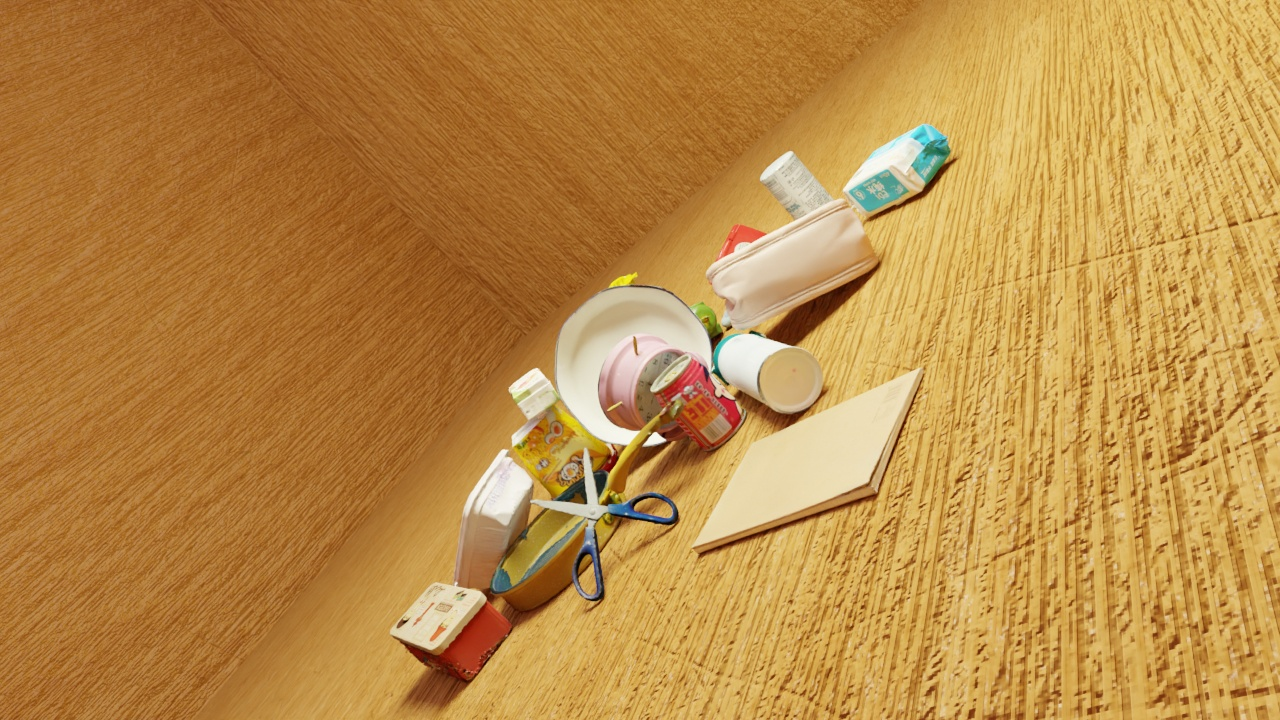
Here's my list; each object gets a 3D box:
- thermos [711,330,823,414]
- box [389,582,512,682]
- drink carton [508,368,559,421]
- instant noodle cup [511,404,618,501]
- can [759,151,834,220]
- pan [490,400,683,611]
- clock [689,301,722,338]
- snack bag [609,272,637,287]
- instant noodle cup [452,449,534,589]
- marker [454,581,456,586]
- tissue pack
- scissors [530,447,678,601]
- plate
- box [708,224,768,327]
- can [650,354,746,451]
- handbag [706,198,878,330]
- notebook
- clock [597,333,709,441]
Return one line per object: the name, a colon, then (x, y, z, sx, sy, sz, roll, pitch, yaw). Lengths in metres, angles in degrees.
thermos: (0.132, 0.006, 1.003, 0.073, 0.073, 0.224, -44, 10, -1)
box: (-0.223, 0.328, 1.094, 0.091, 0.077, 0.169, -49, 18, -28)
drink carton: (-0.144, 0.047, 1.241, 0.053, 0.045, 0.122, -34, 11, -7)
instant noodle cup: (-0.107, 0.128, 1.258, 0.116, 0.123, 0.116, -44, 11, -1)
can: (0.232, -0.215, 1.262, 0.058, 0.146, 0.058, -42, 11, 10)
pan: (-0.056, 0.162, 1.064, 0.358, 0.078, 0.197, -37, 13, 31)
clock: (0.060, -0.043, 1.372, 0.116, 0.056, 0.161, -26, 2, 3)
snack bag: (-0.040, -0.002, 1.399, 0.157, 0.068, 0.247, -76, -3, -69)
instant noodle cup: (-0.191, 0.222, 1.222, 0.137, 0.060, 0.174, -61, -14, -57)
marker: (-0.255, 0.319, 1.363, 0.145, 0.017, 0.017, -49, 12, -23)
tissue pack: (0.340, -0.249, 1.218, 0.089, 0.063, 0.140, -50, 11, -20)
scissors: (-0.043, 0.168, 0.955, 0.174, 0.012, 0.162, 2, 64, 24)
plate: (-0.007, 0.007, 1.175, 0.205, 0.205, 0.045, -43, -5, 4)
box: (0.158, -0.126, 1.437, 0.200, 0.095, 0.098, -63, -9, -57)
can: (0.064, 0.046, 1.023, 0.066, 0.094, 0.066, -42, 11, 10)
handbag: (0.183, -0.110, 1.172, 0.193, 0.093, 0.234, -26, -2, 0)
notebook: (0.143, 0.088, 0.797, 0.212, 0.012, 0.149, -32, 15, 47)
clock: (0.026, 0.035, 1.090, 0.060, 0.158, 0.117, 15, 87, 46)
